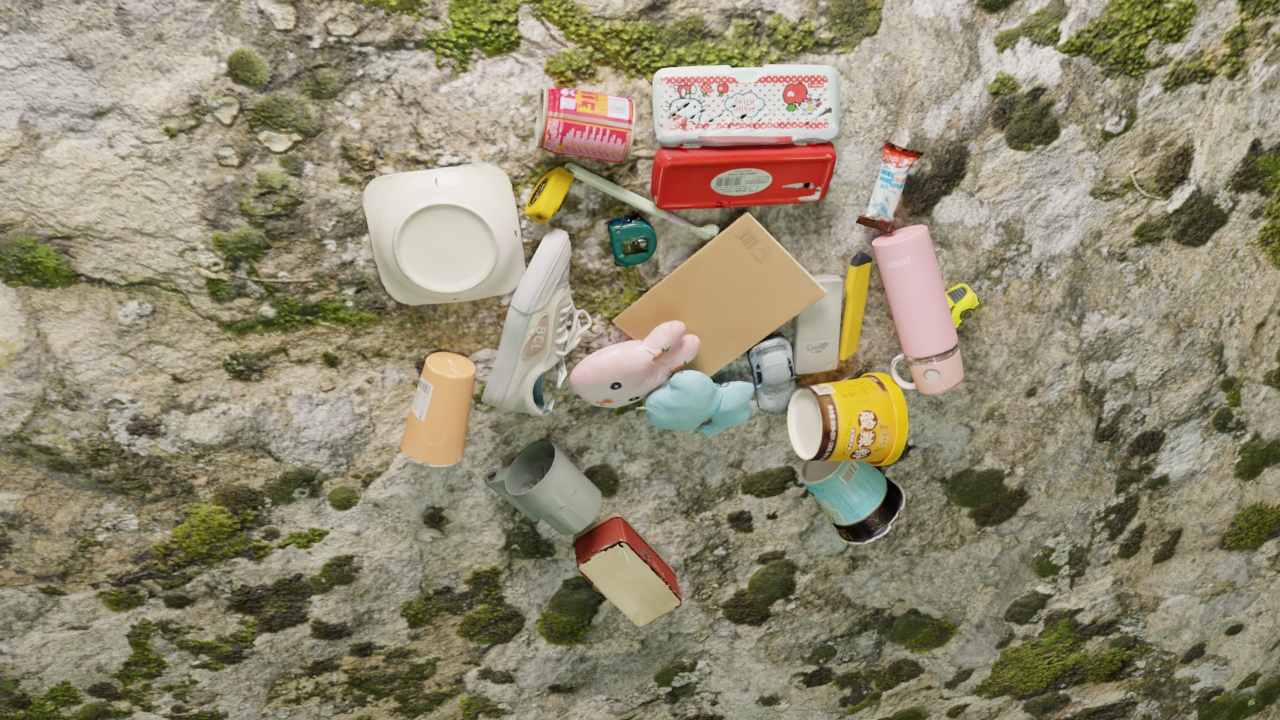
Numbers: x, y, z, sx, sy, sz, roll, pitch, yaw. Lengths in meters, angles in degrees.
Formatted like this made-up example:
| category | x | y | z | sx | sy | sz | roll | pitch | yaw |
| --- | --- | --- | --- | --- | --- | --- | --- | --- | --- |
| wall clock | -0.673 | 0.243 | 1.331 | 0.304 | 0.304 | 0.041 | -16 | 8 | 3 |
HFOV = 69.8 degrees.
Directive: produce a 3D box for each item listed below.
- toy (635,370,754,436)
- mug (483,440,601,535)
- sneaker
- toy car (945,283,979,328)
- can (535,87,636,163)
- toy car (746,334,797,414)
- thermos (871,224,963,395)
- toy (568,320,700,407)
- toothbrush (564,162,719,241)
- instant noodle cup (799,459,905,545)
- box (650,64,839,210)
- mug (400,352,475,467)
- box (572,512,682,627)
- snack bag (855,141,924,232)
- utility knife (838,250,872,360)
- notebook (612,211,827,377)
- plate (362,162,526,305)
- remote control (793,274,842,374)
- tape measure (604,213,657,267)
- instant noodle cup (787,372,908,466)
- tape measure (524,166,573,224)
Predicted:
| category | x | y | z | sx | sy | sz | roll | pitch | yaw |
| --- | --- | --- | --- | --- | --- | --- | --- | --- | --- |
| toy | 0.071 | 0.056 | 1.148 | 0.156 | 0.049 | 0.162 | -16 | 146 | -10 |
| mug | -0.127 | 0.171 | 1.196 | 0.124 | 0.083 | 0.103 | -17 | 130 | 35 |
| sneaker | -0.107 | -0.033 | 1.046 | 0.090 | 0.089 | 0.243 | 20 | 122 | -4 |
| toy car | 0.371 | -0.053 | 1.142 | 0.032 | 0.048 | 0.105 | 33 | 113 | -26 |
| can | -0.057 | -0.240 | 0.934 | 0.093 | 0.066 | 0.067 | 5 | 122 | -13 |
| toy car | 0.170 | 0.021 | 1.165 | 0.054 | 0.036 | 0.121 | -16 | 128 | -1 |
| thermos | 0.324 | -0.056 | 1.093 | 0.087 | 0.067 | 0.199 | -8 | 110 | 33 |
| toy | -0.006 | 0.006 | 1.096 | 0.160 | 0.054 | 0.121 | -31 | 150 | 15 |
| toothbrush | 0.001 | -0.176 | 1.016 | 0.189 | 0.020 | 0.029 | 21 | 150 | -20 |
| instant noodle cup | 0.280 | 0.172 | 1.250 | 0.111 | 0.111 | 0.120 | -39 | 113 | 15 |
| box | 0.111 | -0.234 | 0.976 | 0.201 | 0.065 | 0.160 | -4 | 120 | -8 |
| mug | -0.239 | 0.056 | 1.098 | 0.078 | 0.078 | 0.123 | 9 | 116 | -16 |
| box | -0.018 | 0.304 | 1.295 | 0.091 | 0.077 | 0.168 | -32 | 122 | 11 |
| snack bag | 0.284 | -0.196 | 1.046 | 0.048 | 0.026 | 0.104 | 14 | 120 | -4 |
| utility knife | 0.262 | -0.067 | 1.131 | 0.033 | 0.015 | 0.154 | -16 | 127 | -24 |
| notebook | 0.094 | -0.065 | 1.093 | 0.212 | 0.012 | 0.149 | -37 | 121 | 24 |
| plate | -0.212 | -0.129 | 1.001 | 0.164 | 0.034 | 0.164 | -8 | 125 | -4 |
| remote control | 0.219 | -0.044 | 1.139 | 0.056 | 0.019 | 0.135 | -8 | 124 | -4 |
| tape measure | -0.009 | -0.135 | 1.037 | 0.054 | 0.025 | 0.058 | -13 | 125 | 0 |
| instant noodle cup | 0.257 | 0.076 | 1.158 | 0.114 | 0.118 | 0.119 | -1 | 124 | -17 |
| tape measure | -0.097 | -0.172 | 0.977 | 0.029 | 0.057 | 0.060 | 32 | 73 | -24 |
